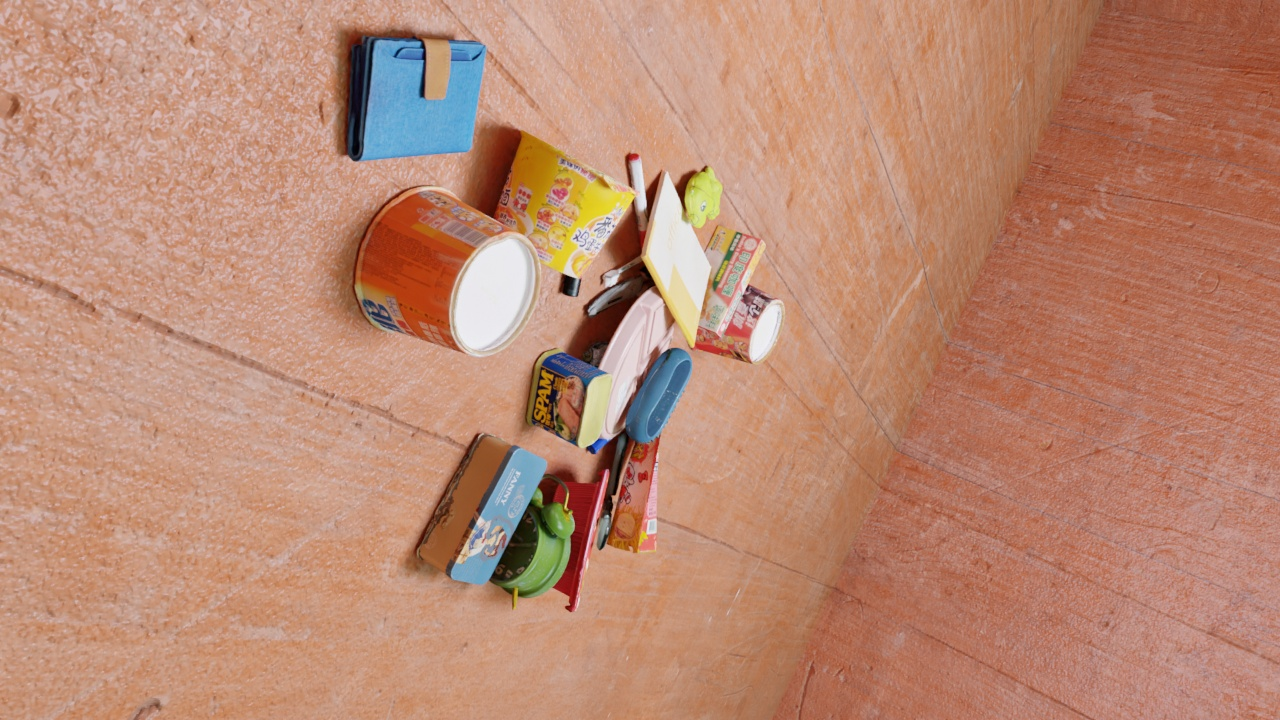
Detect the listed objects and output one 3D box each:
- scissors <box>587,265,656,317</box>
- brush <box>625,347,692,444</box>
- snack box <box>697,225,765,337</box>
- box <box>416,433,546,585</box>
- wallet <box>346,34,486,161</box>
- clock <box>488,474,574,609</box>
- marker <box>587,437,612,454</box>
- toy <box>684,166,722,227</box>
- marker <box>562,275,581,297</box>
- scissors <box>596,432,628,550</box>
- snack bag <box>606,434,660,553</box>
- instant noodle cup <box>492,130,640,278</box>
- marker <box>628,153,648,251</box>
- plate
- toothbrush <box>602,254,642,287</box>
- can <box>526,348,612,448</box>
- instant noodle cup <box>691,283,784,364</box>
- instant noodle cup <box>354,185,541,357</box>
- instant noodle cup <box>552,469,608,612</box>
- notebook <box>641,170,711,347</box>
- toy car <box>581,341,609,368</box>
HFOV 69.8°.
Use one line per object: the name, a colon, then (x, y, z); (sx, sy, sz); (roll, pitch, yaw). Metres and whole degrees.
scissors: (-0.004, -0.090, 1.245); (0.209, 0.015, 0.182); (-57, 151, -17)
brush: (0.025, 0.045, 1.251); (0.143, 0.055, 0.073); (-61, 166, -12)
snack box: (0.119, -0.119, 1.368); (0.155, 0.077, 0.027); (-64, 151, -5)
box: (-0.183, 0.169, 1.084); (0.184, 0.063, 0.089); (-62, 152, -4)
wallet: (-0.192, -0.228, 0.799); (0.132, 0.040, 0.106); (-24, 135, -53)
clock: (-0.141, 0.217, 1.140); (0.056, 0.116, 0.161); (34, 83, -51)
marker: (-0.027, 0.090, 1.340); (0.145, 0.017, 0.017); (-41, 143, -39)
toy: (0.086, -0.227, 1.270); (0.100, 0.031, 0.096); (20, 73, -63)
marker: (-0.071, -0.140, 1.091); (0.022, 0.020, 0.132); (-74, 178, -74)
scissors: (-0.042, 0.192, 1.324); (0.174, 0.019, 0.170); (-75, 177, -81)
snack bag: (0.003, 0.174, 1.342); (0.129, 0.073, 0.207); (158, -58, -81)
instant noodle cup: (-0.085, -0.156, 0.944); (0.110, 0.138, 0.138); (-62, 153, 8)
marker: (0.000, -0.199, 1.169); (0.017, 0.017, 0.145); (-47, 147, -32)
plate: (-0.007, 0.007, 1.247); (0.228, 0.028, 0.230); (-57, 163, -27)
toothbrush: (0.007, -0.138, 1.230); (0.179, 0.016, 0.016); (-36, 147, -43)
can: (-0.087, 0.047, 1.133); (0.057, 0.083, 0.102); (-20, 127, -54)
instant noodle cup: (0.154, -0.063, 1.438); (0.137, 0.109, 0.138); (-39, 141, -41)
instant noodle cup: (-0.173, -0.077, 0.863); (0.151, 0.111, 0.152); (-39, 141, -41)
instant noodle cup: (-0.094, 0.235, 1.228); (0.194, 0.066, 0.194); (139, -36, -90)
notebook: (0.051, -0.133, 1.239); (0.206, 0.010, 0.145); (58, 38, -50)
toy car: (-0.060, 0.026, 1.219); (0.048, 0.031, 0.106); (-11, 121, -56)
